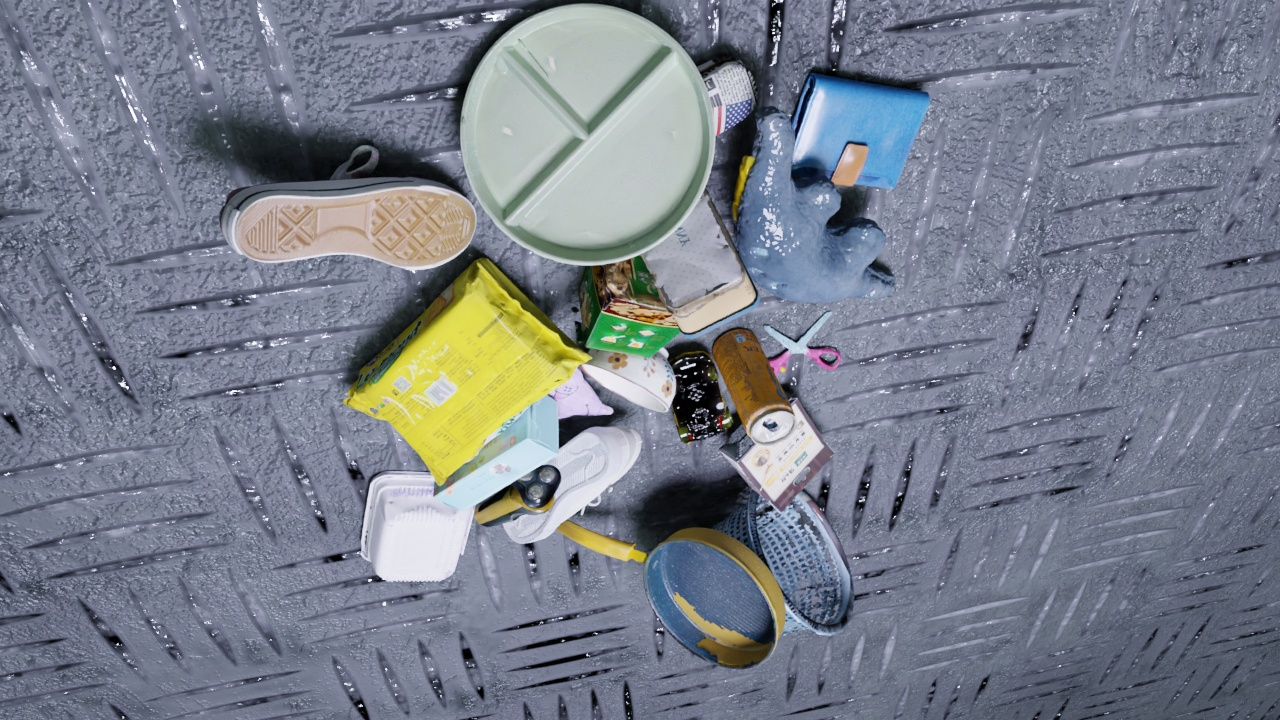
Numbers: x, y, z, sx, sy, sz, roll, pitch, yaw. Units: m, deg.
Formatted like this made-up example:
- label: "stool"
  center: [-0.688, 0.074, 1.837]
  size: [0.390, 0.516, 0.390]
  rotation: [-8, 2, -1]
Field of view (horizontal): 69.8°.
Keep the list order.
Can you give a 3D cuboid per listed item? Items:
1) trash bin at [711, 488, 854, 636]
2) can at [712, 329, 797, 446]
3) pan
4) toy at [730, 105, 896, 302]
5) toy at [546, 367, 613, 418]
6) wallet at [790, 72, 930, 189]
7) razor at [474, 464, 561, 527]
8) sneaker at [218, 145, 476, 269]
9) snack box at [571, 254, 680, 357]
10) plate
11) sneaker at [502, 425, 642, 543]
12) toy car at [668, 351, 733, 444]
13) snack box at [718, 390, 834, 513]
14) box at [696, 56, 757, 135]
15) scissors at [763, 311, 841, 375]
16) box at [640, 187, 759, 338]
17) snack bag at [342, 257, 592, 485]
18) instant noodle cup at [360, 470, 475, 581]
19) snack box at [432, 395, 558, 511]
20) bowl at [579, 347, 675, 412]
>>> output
- label: "trash bin"
  center: [0.155, 0.305, 1.296]
  size: [0.226, 0.226, 0.196]
  rotation: [30, 130, -35]
- label: "can"
  center: [0.131, 0.029, 1.064]
  size: [0.058, 0.145, 0.058]
  rotation: [-9, 133, -10]
- label: "pan"
  center: [0.021, 0.275, 1.200]
  size: [0.078, 0.357, 0.198]
  rotation: [-36, 150, -47]
- label: "toy"
  center: [0.173, -0.127, 0.968]
  size: [0.138, 0.091, 0.356]
  rotation: [-38, 140, 16]
- label: "toy"
  center: [-0.091, 0.033, 1.079]
  size: [0.084, 0.038, 0.108]
  rotation: [-10, 139, 23]
- label: "wallet"
  center: [0.216, -0.230, 0.931]
  size: [0.133, 0.040, 0.107]
  rotation: [4, 126, -17]
- label: "razor"
  center: [-0.159, 0.171, 1.133]
  size: [0.067, 0.062, 0.168]
  rotation: [43, 140, -13]
- label: "sneaker"
  center: [-0.267, -0.136, 0.842]
  size: [0.240, 0.088, 0.118]
  rotation: [-8, 126, -42]
- label: "snack box"
  center: [-0.007, -0.068, 0.972]
  size: [0.117, 0.118, 0.106]
  rotation: [9, 140, -23]
- label: "plate"
  center: [-0.048, -0.201, 0.832]
  size: [0.230, 0.027, 0.230]
  rotation: [0, 111, 0]
- label: "sneaker"
  center: [-0.088, 0.151, 1.164]
  size: [0.243, 0.089, 0.090]
  rotation: [-41, 164, 36]
- label: "toy car"
  center: [0.069, 0.044, 1.131]
  size: [0.071, 0.041, 0.156]
  rotation: [-19, 133, 1]
- label: "snack box"
  center: [0.179, 0.117, 1.195]
  size: [0.113, 0.053, 0.125]
  rotation: [-46, 132, -8]
- label: "box"
  center: [0.031, -0.234, 0.875]
  size: [0.164, 0.060, 0.072]
  rotation: [-23, 153, 6]
- label: "scissors"
  center: [0.195, -0.010, 1.139]
  size: [0.133, 0.017, 0.134]
  rotation: [27, 116, -29]
- label: "box"
  center: [0.046, -0.109, 0.888]
  size: [0.090, 0.184, 0.062]
  rotation: [-25, 154, 10]
- label: "snack bag"
  center: [-0.190, 0.017, 0.979]
  size: [0.247, 0.068, 0.158]
  rotation: [-40, 105, 22]
- label: "instant noodle cup"
  center: [-0.284, 0.222, 1.181]
  size: [0.138, 0.060, 0.174]
  rotation: [5, 128, -20]
- label: "snack box"
  center: [-0.170, 0.105, 1.074]
  size: [0.175, 0.074, 0.051]
  rotation: [-33, 133, 30]
- label: "bowl"
  center: [-0.006, 0.006, 1.046]
  size: [0.113, 0.114, 0.062]
  rotation: [35, 77, -37]
